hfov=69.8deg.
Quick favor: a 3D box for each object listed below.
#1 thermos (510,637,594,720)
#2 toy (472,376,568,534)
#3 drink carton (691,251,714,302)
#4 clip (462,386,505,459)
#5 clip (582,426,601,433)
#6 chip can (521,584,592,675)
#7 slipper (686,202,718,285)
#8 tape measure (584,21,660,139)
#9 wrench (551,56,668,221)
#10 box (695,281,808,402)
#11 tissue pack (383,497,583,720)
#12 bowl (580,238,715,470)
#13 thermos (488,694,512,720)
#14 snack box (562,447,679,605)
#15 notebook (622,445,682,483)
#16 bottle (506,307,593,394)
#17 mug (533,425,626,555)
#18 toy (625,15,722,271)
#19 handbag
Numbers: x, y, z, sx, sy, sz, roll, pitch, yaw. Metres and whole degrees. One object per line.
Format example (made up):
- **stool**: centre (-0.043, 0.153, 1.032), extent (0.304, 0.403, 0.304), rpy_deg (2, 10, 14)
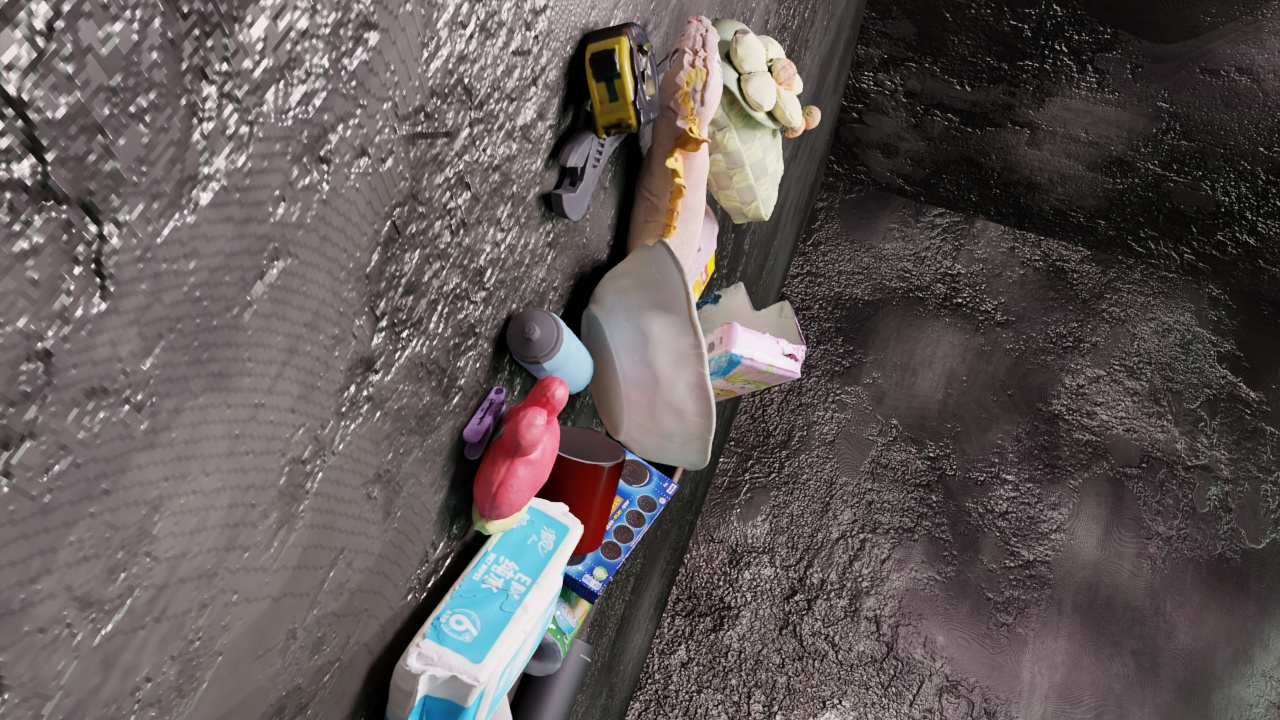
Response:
- **thermos**: centre (-0.120, 0.407, 0.979), extent (0.061, 0.061, 0.230), rpy_deg (86, 25, -64)
- **toy**: centre (-0.080, 0.064, 0.612), extent (0.091, 0.045, 0.135), rpy_deg (-69, -176, -49)
- **drink carton**: centre (0.044, -0.091, 1.019), extent (0.059, 0.043, 0.134), rpy_deg (86, 24, -43)
- **clip**: centre (-0.100, 0.037, 0.591), extent (0.053, 0.013, 0.036), rpy_deg (-60, 166, -56)
- **clip**: centre (-0.058, 0.090, 0.861), extent (0.061, 0.025, 0.043), rpy_deg (-65, 169, -6)
- **chip can**: centre (-0.065, 0.190, 0.866), extent (0.222, 0.075, 0.076), rpy_deg (-57, 162, -53)
- **slipper**: centre (0.048, -0.132, 0.923), extent (0.094, 0.064, 0.239), rpy_deg (76, 32, -71)
- **tape measure**: centre (-0.008, -0.178, 0.574), extent (0.067, 0.038, 0.063), rpy_deg (-52, 133, -60)
- **wrench**: centre (-0.010, -0.179, 0.676), extent (0.272, 0.018, 0.073), rpy_deg (-60, 165, -52)
- **box**: centre (0.055, -0.015, 0.850), extent (0.231, 0.085, 0.096), rpy_deg (-23, -123, 59)
- **tissue pack**: centre (-0.110, 0.191, 0.638), extent (0.208, 0.066, 0.117), rpy_deg (-51, 165, -58)
- **bowl**: centre (-0.004, 0.004, 0.741), extent (0.220, 0.060, 0.188), rpy_deg (93, -22, -46)
- **thermos**: centre (-0.133, 0.311, 0.771), extent (0.225, 0.052, 0.052), rpy_deg (94, 17, -52)
- **snack box**: centre (-0.035, 0.144, 0.840), extent (0.149, 0.082, 0.027), rpy_deg (-48, 167, -44)
- **notebook**: centre (0.021, 0.096, 1.078), extent (0.142, 0.008, 0.208), rpy_deg (-28, -156, 42)
- **bottle**: centre (-0.062, -0.006, 0.634), extent (0.130, 0.040, 0.040), rpy_deg (59, 50, -76)
- **mug**: centre (-0.068, 0.106, 0.743), extent (0.105, 0.073, 0.083), rpy_deg (-3, 114, -48)
- **toy**: centre (0.028, -0.132, 0.734), extent (0.265, 0.065, 0.196), rpy_deg (112, -19, -75)
- **handbag**: centre (0.103, -0.218, 0.839), extent (0.186, 0.117, 0.113), rpy_deg (60, 35, -41)
